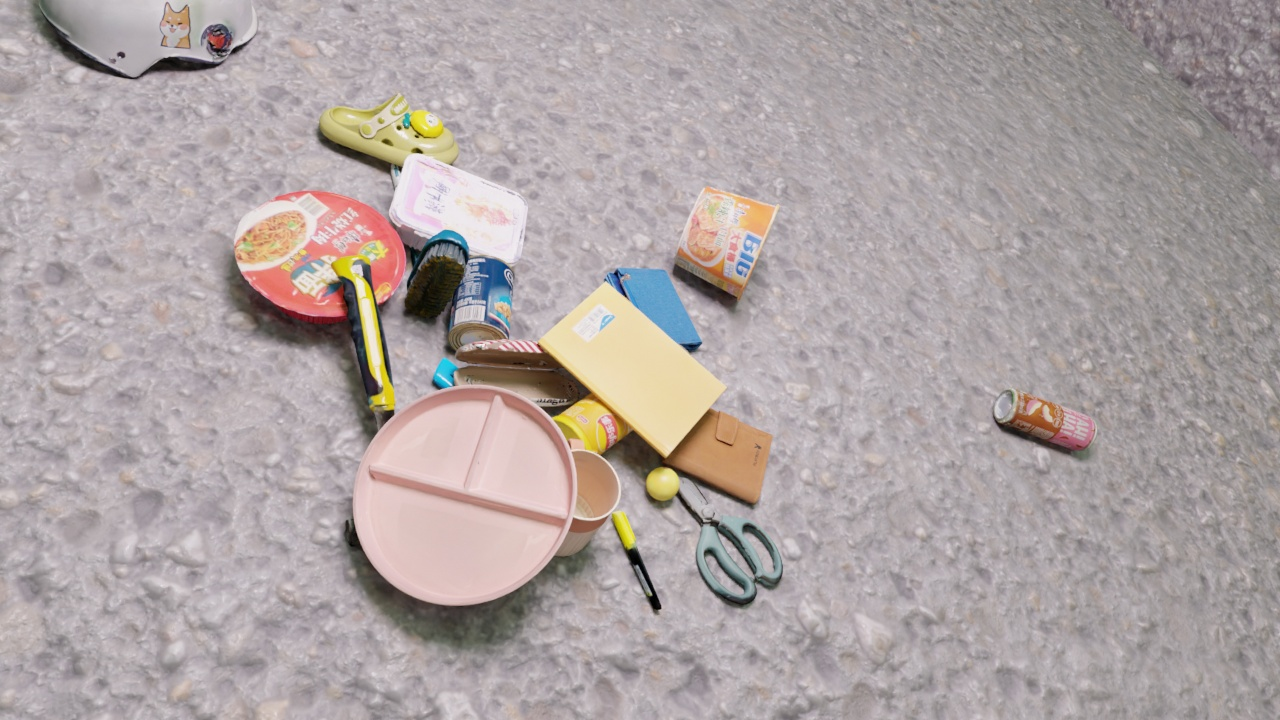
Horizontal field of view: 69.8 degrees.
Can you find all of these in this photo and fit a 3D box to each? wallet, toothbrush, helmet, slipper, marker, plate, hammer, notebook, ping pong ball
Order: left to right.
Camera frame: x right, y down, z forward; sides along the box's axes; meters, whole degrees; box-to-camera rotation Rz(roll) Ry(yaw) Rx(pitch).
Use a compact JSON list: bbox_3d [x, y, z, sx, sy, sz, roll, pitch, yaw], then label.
[{"bbox_3d":[-0.650,-0.515,1.220,0.273,0.157,0.230,-30,72,-37],"label":"helmet"},{"bbox_3d":[-0.286,0.035,1.014,0.126,0.032,0.323,-7,74,-30],"label":"hammer"},{"bbox_3d":[-0.342,-0.321,1.256,0.190,0.082,0.091,14,38,-9],"label":"slipper"},{"bbox_3d":[-0.312,-0.196,1.228,0.018,0.016,0.191,2,55,-34],"label":"toothbrush"},{"bbox_3d":[-0.178,0.136,0.941,0.229,0.028,0.229,-1,68,2],"label":"plate"},{"bbox_3d":[-0.007,0.007,1.121,0.206,0.010,0.145,41,51,4],"label":"notebook"},{"bbox_3d":[-0.003,0.228,1.052,0.015,0.018,0.124,-14,64,-25],"label":"marker"},{"bbox_3d":[0.017,-0.068,1.264,0.106,0.040,0.133,-5,58,-37],"label":"wallet"},{"bbox_3d":[0.027,0.149,1.108,0.040,0.040,0.040,12,52,-16],"label":"ping pong ball"},{"bbox_3d":[0.100,0.114,1.174,0.132,0.031,0.107,26,51,-6],"label":"wallet"}]

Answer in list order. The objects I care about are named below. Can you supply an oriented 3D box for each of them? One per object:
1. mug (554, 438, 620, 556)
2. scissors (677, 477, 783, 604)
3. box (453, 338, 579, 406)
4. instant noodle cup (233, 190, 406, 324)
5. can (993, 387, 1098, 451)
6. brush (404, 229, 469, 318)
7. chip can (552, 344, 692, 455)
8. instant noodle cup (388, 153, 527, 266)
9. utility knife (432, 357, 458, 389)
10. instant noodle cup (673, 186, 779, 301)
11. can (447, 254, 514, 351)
[{"bbox_3d":[-0.078,0.147,1.020,0.081,0.106,0.114,7,53,-19],"label":"mug"},{"bbox_3d":[0.114,0.205,1.120,0.129,0.019,0.185,-5,60,-27],"label":"scissors"},{"bbox_3d":[-0.145,0.023,1.106,0.162,0.076,0.087,2,77,-35],"label":"box"},{"bbox_3d":[-0.385,-0.114,1.104,0.193,0.066,0.193,12,53,-16],"label":"instant noodle cup"},{"bbox_3d":[0.615,0.090,1.396,0.147,0.058,0.057,19,51,-10],"label":"can"},{"bbox_3d":[-0.245,-0.112,1.111,0.055,0.144,0.073,17,57,-20],"label":"brush"},{"bbox_3d":[-0.021,0.052,1.138,0.072,0.072,0.212,45,51,12],"label":"chip can"},{"bbox_3d":[-0.242,-0.183,1.209,0.173,0.061,0.137,18,49,-19],"label":"instant noodle cup"},{"bbox_3d":[-0.184,0.056,1.099,0.159,0.018,0.034,38,49,4],"label":"utility knife"},{"bbox_3d":[0.121,-0.175,1.324,0.111,0.152,0.151,23,50,4],"label":"instant noodle cup"},{"bbox_3d":[-0.198,-0.066,1.144,0.075,0.075,0.111,11,53,-16],"label":"can"}]
